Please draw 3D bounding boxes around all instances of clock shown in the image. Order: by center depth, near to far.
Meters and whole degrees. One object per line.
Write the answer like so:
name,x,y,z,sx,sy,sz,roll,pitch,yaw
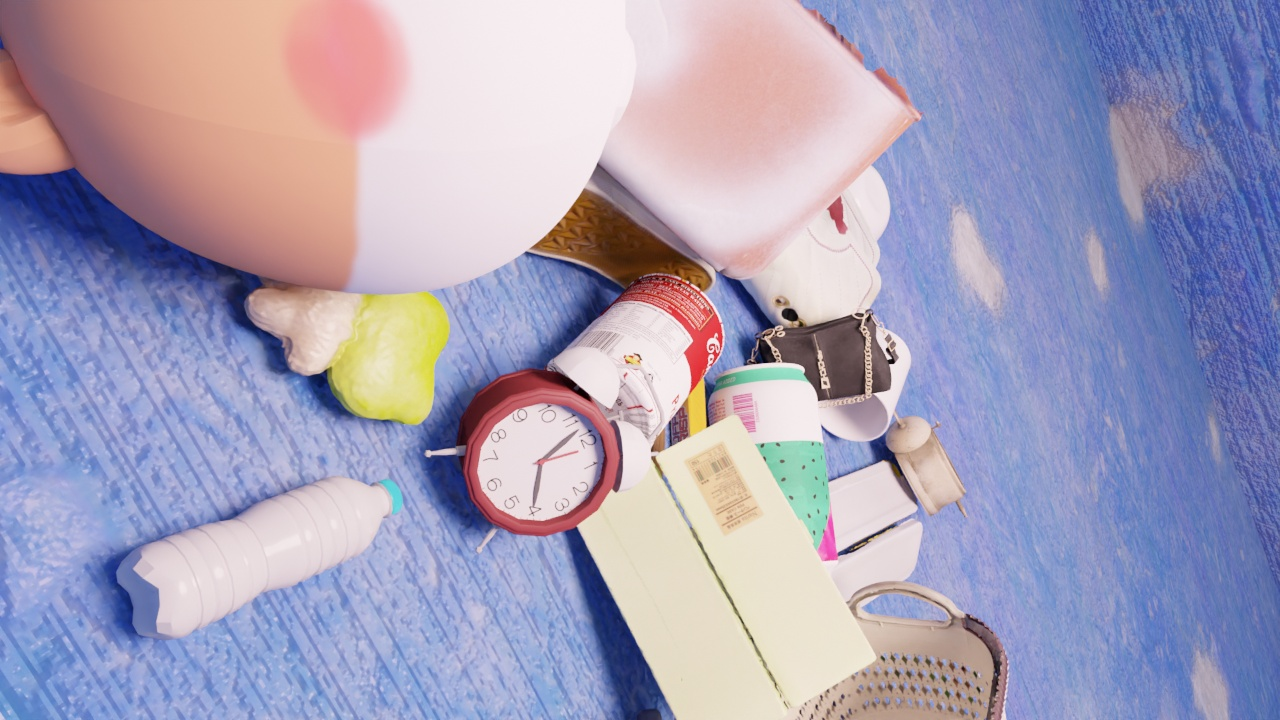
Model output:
clock,-0.052,0.049,0.550,0.137,0.048,0.096,-25,109,-8
clock,0.291,0.096,0.942,0.141,0.055,0.092,53,18,-28

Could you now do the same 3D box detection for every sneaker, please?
sneaker,-0.031,-0.114,0.653,0.235,0.088,0.079,22,51,-45

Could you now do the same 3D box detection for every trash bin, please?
trash bin,0.031,-0.192,0.610,0.259,0.157,0.181,40,17,-6

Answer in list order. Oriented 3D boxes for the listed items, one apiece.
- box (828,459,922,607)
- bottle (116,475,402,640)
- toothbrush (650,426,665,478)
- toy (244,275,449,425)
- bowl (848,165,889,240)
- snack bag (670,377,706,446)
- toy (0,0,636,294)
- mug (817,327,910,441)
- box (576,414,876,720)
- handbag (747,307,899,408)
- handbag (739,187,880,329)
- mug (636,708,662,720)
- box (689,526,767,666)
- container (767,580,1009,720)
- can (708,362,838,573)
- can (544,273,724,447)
box,0.208,0.168,0.867,0.209,0.046,0.128,-8,87,-50
bottle,-0.176,0.088,0.446,0.136,0.044,0.044,-21,93,-50
toothbrush,0.013,0.062,0.693,0.016,0.016,0.166,29,58,-38
toy,-0.159,-0.018,0.503,0.117,0.043,0.092,29,60,-37
bowl,0.233,-0.173,0.994,0.114,0.051,0.114,19,64,-44
snack bag,0.037,0.050,0.716,0.020,0.026,0.099,12,70,-40
toy,-0.141,-0.160,0.405,0.280,0.266,0.262,-6,88,-25
mug,0.208,0.007,0.883,0.090,0.074,0.110,-55,128,-43
box,0.052,0.143,0.600,0.187,0.138,0.030,62,-5,13
handbag,0.158,-0.003,0.801,0.054,0.129,0.079,-77,153,-60
handbag,0.132,-0.118,0.826,0.198,0.096,0.141,49,47,-29
mug,-0.001,0.280,0.566,0.124,0.084,0.104,20,58,-71
box,0.061,0.199,0.646,0.084,0.095,0.165,-5,70,-29
container,0.178,0.303,0.681,0.250,0.185,0.143,-50,124,-46
can,0.103,0.091,0.729,0.088,0.088,0.165,10,70,-47
can,-0.004,0.004,0.637,0.086,0.087,0.116,59,42,-16
